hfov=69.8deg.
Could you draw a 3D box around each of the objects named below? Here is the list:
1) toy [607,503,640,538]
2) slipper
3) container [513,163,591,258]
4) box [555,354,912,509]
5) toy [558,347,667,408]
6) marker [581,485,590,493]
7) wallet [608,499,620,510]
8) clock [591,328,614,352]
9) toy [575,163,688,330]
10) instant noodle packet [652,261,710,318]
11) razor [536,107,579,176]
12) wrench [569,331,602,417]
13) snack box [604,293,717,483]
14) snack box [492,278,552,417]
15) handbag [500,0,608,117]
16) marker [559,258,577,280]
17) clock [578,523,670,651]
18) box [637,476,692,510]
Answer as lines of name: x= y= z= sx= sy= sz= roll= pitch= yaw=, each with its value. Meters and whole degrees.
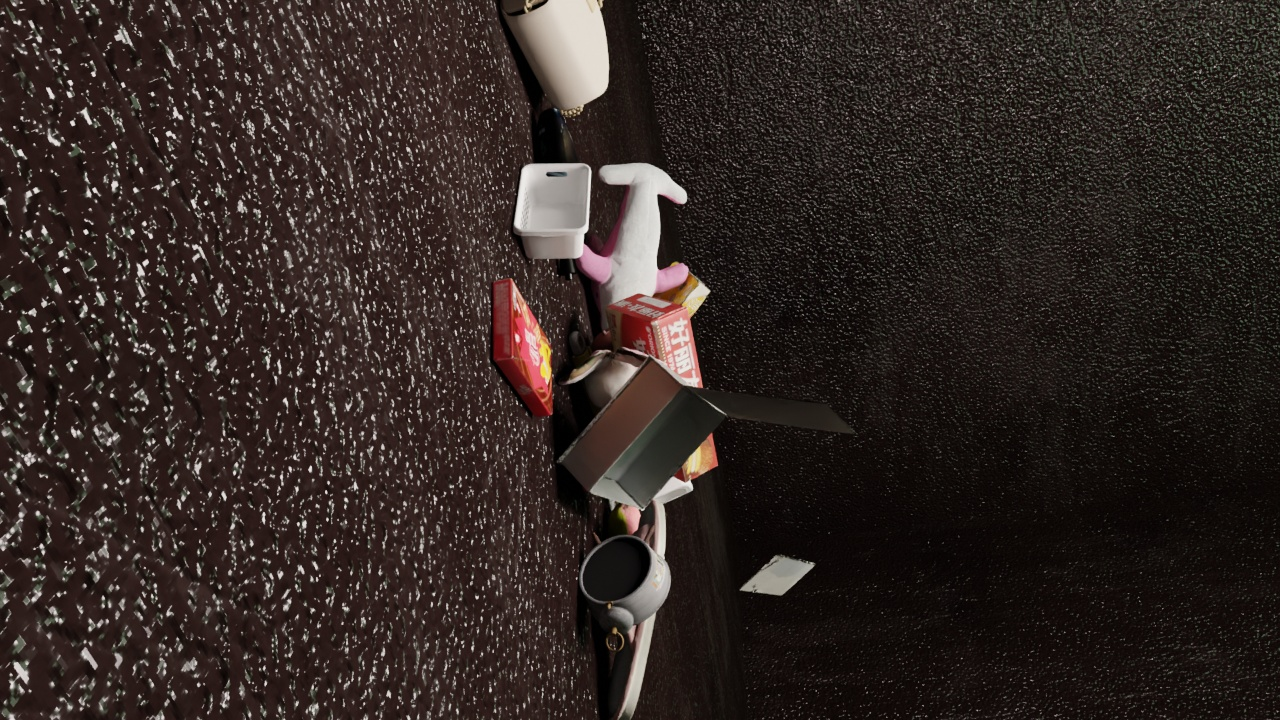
toy: x=-0.017 y=0.246 z=1.248 sx=0.090 sy=0.051 sz=0.110 roll=-65 pitch=145 yaw=-77
slipper: x=-0.015 y=0.300 z=1.127 sx=0.114 sy=0.054 sz=0.273 roll=117 pitch=-16 yaw=-62
container: x=-0.097 y=-0.166 z=1.038 sx=0.050 sy=0.081 sz=0.129 roll=89 pitch=0 yaw=-46
box: x=0.101 y=0.071 z=1.041 sx=0.166 sy=0.370 sz=0.150 roll=32 pitch=48 yaw=-62
toy: x=-0.021 y=0.050 z=1.171 sx=0.105 sy=0.131 sz=0.206 roll=-97 pitch=174 yaw=-49
marker: x=-0.053 y=0.159 z=1.201 sx=0.145 sy=0.021 sz=0.023 roll=18 pitch=93 yaw=-81
wallet: x=-0.018 y=0.233 z=1.333 sx=0.086 sy=0.032 sz=0.116 roll=-85 pitch=165 yaw=-67
clock: x=-0.007 y=0.007 z=1.299 sx=0.072 sy=0.120 sz=0.158 roll=-140 pitch=-133 yaw=-62
toy: x=-0.029 y=-0.162 z=1.370 sx=0.128 sy=0.186 sz=0.266 roll=23 pitch=-77 yaw=56
instant noodle packet: x=0.037 y=-0.067 z=1.444 sx=0.084 sy=0.163 sz=0.221 roll=41 pitch=7 yaw=-6
razor: x=-0.110 y=-0.252 z=1.142 sx=0.063 sy=0.053 sz=0.140 roll=10 pitch=61 yaw=-47
wrench: x=-0.044 y=0.080 z=1.241 sx=0.083 sy=0.018 sz=0.273 roll=-68 pitch=142 yaw=-61
snack box: x=0.028 y=0.036 z=1.212 sx=0.113 sy=0.060 sz=0.236 roll=22 pitch=-49 yaw=52
snack box: x=-0.117 y=-0.010 z=0.918 sx=0.133 sy=0.021 sz=0.089 roll=67 pitch=16 yaw=-61
handbag: x=-0.113 y=-0.440 z=1.170 sx=0.211 sy=0.103 sz=0.208 roll=58 pitch=25 yaw=-49
marker: x=-0.100 y=-0.166 z=1.184 sx=0.025 sy=0.025 sz=0.126 roll=11 pitch=70 yaw=-81
clock: x=-0.021 y=0.262 z=1.047 sx=0.147 sy=0.104 sz=0.056 roll=-82 pitch=152 yaw=-45
box: x=0.030 y=0.232 z=1.415 sx=0.109 sy=0.124 sz=0.136 roll=55 pitch=11 yaw=-71
